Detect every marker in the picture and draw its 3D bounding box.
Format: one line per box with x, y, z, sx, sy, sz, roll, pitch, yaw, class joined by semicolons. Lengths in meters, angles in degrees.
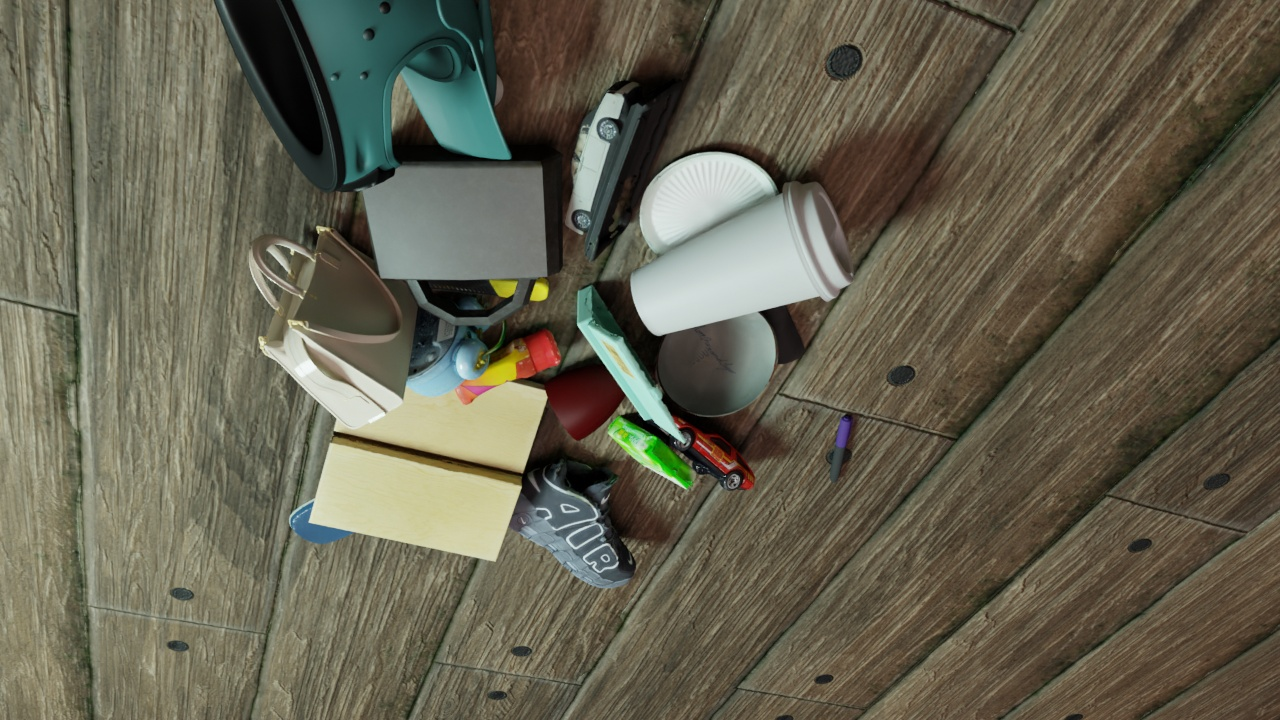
0.282;0.127;1.294;0.018;0.015;0.134;-21;136;-21;marker

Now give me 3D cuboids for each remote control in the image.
0.160;-0.051;1.123;0.045;0.021;0.140;-21;128;15;remote control

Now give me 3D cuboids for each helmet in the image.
-0.222;-0.278;0.785;0.177;0.199;0.275;18;133;44;helmet

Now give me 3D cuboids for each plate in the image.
0.077;-0.165;1.020;0.157;0.014;0.157;-1;133;-1;plate

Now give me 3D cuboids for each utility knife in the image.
-0.194;-0.091;1.073;0.172;0.020;0.029;5;131;-8;utility knife

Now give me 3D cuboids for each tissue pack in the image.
0.017;0.123;1.226;0.099;0.114;0.034;43;77;-33;tissue pack

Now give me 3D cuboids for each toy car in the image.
0.076;0.115;1.234;0.189;0.082;0.056;38;80;-32;toy car
-0.031;-0.207;0.944;0.071;0.093;0.192;31;132;10;toy car

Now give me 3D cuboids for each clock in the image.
-0.231;-0.019;1.074;0.162;0.117;0.060;-16;142;20;clock

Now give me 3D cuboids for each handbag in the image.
-0.180;-0.128;0.983;0.197;0.102;0.200;0;116;-2;handbag
-0.338;-0.055;0.981;0.101;0.194;0.198;-27;131;19;handbag

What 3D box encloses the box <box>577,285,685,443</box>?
-0.013;0.011;1.098;0.052;0.138;0.187;-29;128;6;box

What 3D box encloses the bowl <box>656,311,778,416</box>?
0.087;-0.009;1.118;0.150;0.056;0.151;-4;108;-12;bowl

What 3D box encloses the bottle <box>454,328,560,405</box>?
-0.164;0.006;1.120;0.134;0.071;0.048;-23;105;-6;bottle

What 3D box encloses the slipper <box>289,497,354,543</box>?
-0.350;0.159;1.264;0.295;0.060;0.118;-31;128;8;slipper

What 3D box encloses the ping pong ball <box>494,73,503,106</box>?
-0.155;-0.267;0.900;0.040;0.040;0.040;-1;132;-1;ping pong ball

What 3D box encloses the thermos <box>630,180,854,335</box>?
0.105;-0.100;0.995;0.222;0.131;0.131;-19;131;24;thermos

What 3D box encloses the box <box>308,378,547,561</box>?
-0.272;0.119;1.185;0.246;0.068;0.253;15;101;-16;box

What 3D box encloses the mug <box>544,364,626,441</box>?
-0.058;0.047;1.175;0.088;0.087;0.114;-30;156;5;mug

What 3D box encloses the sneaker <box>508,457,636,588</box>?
-0.069;0.219;1.314;0.151;0.097;0.252;-37;118;24;sneaker

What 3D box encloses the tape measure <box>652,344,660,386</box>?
0.048;0.005;1.169;0.060;0.020;0.062;6;131;-15;tape measure
